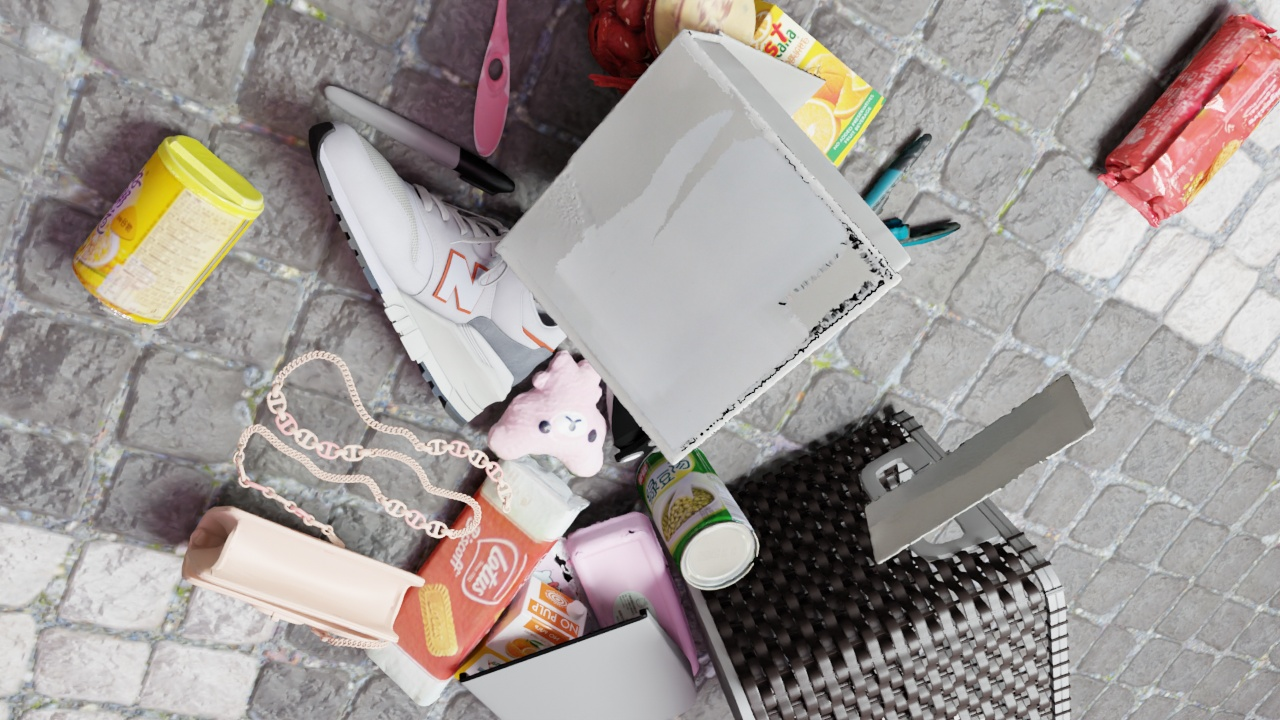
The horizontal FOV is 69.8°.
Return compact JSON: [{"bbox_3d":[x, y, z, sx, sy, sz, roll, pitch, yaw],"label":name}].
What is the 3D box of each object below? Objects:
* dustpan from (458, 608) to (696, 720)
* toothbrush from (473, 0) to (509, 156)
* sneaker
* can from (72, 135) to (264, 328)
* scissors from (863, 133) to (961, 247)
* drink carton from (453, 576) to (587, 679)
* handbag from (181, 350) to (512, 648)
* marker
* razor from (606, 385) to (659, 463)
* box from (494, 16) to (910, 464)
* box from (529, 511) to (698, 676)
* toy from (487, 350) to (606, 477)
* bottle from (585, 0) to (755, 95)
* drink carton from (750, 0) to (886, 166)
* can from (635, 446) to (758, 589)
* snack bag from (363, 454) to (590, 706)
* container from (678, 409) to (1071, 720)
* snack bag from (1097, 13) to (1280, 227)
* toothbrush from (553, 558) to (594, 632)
[{"bbox_3d":[-0.027,0.305,0.816,0.163,0.033,0.258,-21,130,8],"label":"dustpan"},{"bbox_3d":[-0.094,-0.199,0.600,0.021,0.016,0.135,3,116,-18],"label":"toothbrush"},{"bbox_3d":[-0.120,-0.071,0.627,0.124,0.089,0.240,-26,131,-10],"label":"sneaker"},{"bbox_3d":[-0.291,-0.079,0.567,0.105,0.067,0.067,-46,121,9],"label":"can"},{"bbox_3d":[0.196,-0.121,0.740,0.148,0.019,0.118,-10,120,-12],"label":"scissors"},{"bbox_3d":[-0.102,0.240,0.788,0.058,0.040,0.123,34,122,-15],"label":"drink carton"},{"bbox_3d":[-0.224,0.115,0.705,0.198,0.117,0.187,29,72,-25],"label":"handbag"},{"bbox_3d":[-0.146,-0.144,0.614,0.138,0.016,0.022,24,130,-27],"label":"marker"},{"bbox_3d":[-0.004,0.004,0.721,0.057,0.060,0.156,-16,102,-24],"label":"razor"},{"bbox_3d":[0.019,-0.158,0.608,0.164,0.445,0.167,31,123,-29],"label":"box"},{"bbox_3d":[-0.038,0.229,0.816,0.153,0.041,0.201,-18,122,1],"label":"box"},{"bbox_3d":[-0.063,0.040,0.719,0.099,0.053,0.096,17,98,-27],"label":"toy"},{"bbox_3d":[0.011,-0.206,0.578,0.098,0.111,0.099,-10,113,-25],"label":"bottle"},{"bbox_3d":[0.109,-0.199,0.655,0.122,0.041,0.058,28,105,-28],"label":"drink carton"},{"bbox_3d":[0.044,0.125,0.759,0.067,0.121,0.067,-8,119,-15],"label":"can"},{"bbox_3d":[-0.139,0.180,0.756,0.077,0.041,0.225,39,105,9],"label":"snack bag"},{"bbox_3d":[0.185,0.236,0.798,0.243,0.247,0.246,-21,122,-4],"label":"container"},{"bbox_3d":[0.462,-0.200,0.755,0.082,0.082,0.176,31,103,-30],"label":"snack bag"},{"bbox_3d":[-0.071,0.190,0.819,0.017,0.012,0.187,-35,123,-14],"label":"toothbrush"}]
